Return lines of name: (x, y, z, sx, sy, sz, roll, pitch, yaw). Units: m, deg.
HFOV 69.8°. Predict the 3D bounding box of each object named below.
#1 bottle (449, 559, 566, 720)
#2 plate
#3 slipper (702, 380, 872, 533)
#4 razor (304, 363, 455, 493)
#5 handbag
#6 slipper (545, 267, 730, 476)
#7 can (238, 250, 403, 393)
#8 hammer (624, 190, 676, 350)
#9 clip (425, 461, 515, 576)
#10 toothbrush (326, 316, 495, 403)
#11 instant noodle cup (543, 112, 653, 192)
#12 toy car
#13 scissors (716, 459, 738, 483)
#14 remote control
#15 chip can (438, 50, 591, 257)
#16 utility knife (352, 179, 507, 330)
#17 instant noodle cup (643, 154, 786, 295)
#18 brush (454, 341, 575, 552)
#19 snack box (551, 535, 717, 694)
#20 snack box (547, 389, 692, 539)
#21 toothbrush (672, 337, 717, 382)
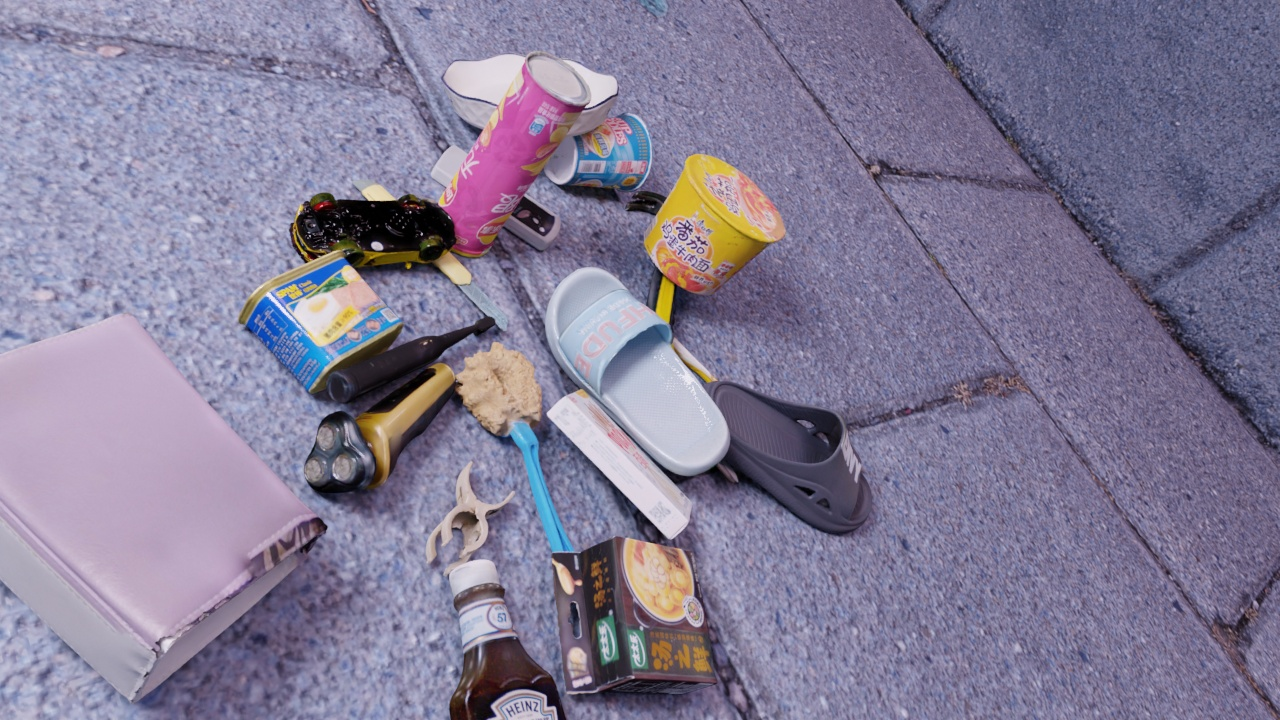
bottle: (-0.097, 0.236, 0.646, 0.079, 0.044, 0.194, 7, 49, -40)
plate: (-0.129, -0.310, 1.073, 0.205, 0.046, 0.204, 5, 34, -3)
slipper: (0.175, 0.097, 0.983, 0.268, 0.084, 0.110, 33, 43, -26)
razor: (-0.198, 0.046, 0.727, 0.167, 0.062, 0.068, -53, 130, -58)
handbag: (-0.309, 0.080, 0.552, 0.197, 0.099, 0.144, 44, 38, 2)
slipper: (-0.005, 0.005, 0.888, 0.104, 0.074, 0.245, -34, 70, -17)
can: (-0.256, -0.031, 0.744, 0.083, 0.057, 0.101, 47, 37, 0)
hammer: (0.027, -0.106, 1.080, 0.126, 0.032, 0.322, 31, 34, -15)
clip: (-0.137, 0.124, 0.726, 0.071, 0.035, 0.100, 37, 33, -8)
toothbrush: (-0.187, -0.008, 0.791, 0.026, 0.027, 0.212, 48, 29, 4)
instant noodle cup: (-0.057, -0.251, 1.116, 0.109, 0.099, 0.099, -12, 63, -39)
toy car: (-0.242, -0.117, 0.849, 0.155, 0.041, 0.071, -12, 63, -42)
scissors: (0.023, 0.039, 0.958, 0.141, 0.022, 0.234, 13, 43, -44)
remote control: (-0.156, -0.179, 1.008, 0.150, 0.021, 0.058, 33, 38, -13)
chip can: (-0.130, -0.194, 0.887, 0.071, 0.211, 0.071, 24, 42, -24)
utility knife: (-0.201, -0.107, 0.898, 0.210, 0.022, 0.030, 41, 40, 7)
instant noodle cup: (0.078, -0.149, 1.050, 0.138, 0.110, 0.137, 27, 35, -21)
brush: (-0.093, 0.094, 0.795, 0.083, 0.046, 0.254, -2, 60, -49)
snack box: (-0.004, 0.207, 0.740, 0.125, 0.053, 0.113, 22, 48, -44)
snack box: (-0.016, 0.092, 0.842, 0.157, 0.027, 0.084, 46, 6, 2)
toothbrush: (0.080, 0.028, 1.034, 0.191, 0.016, 0.018, 44, 45, -1)
